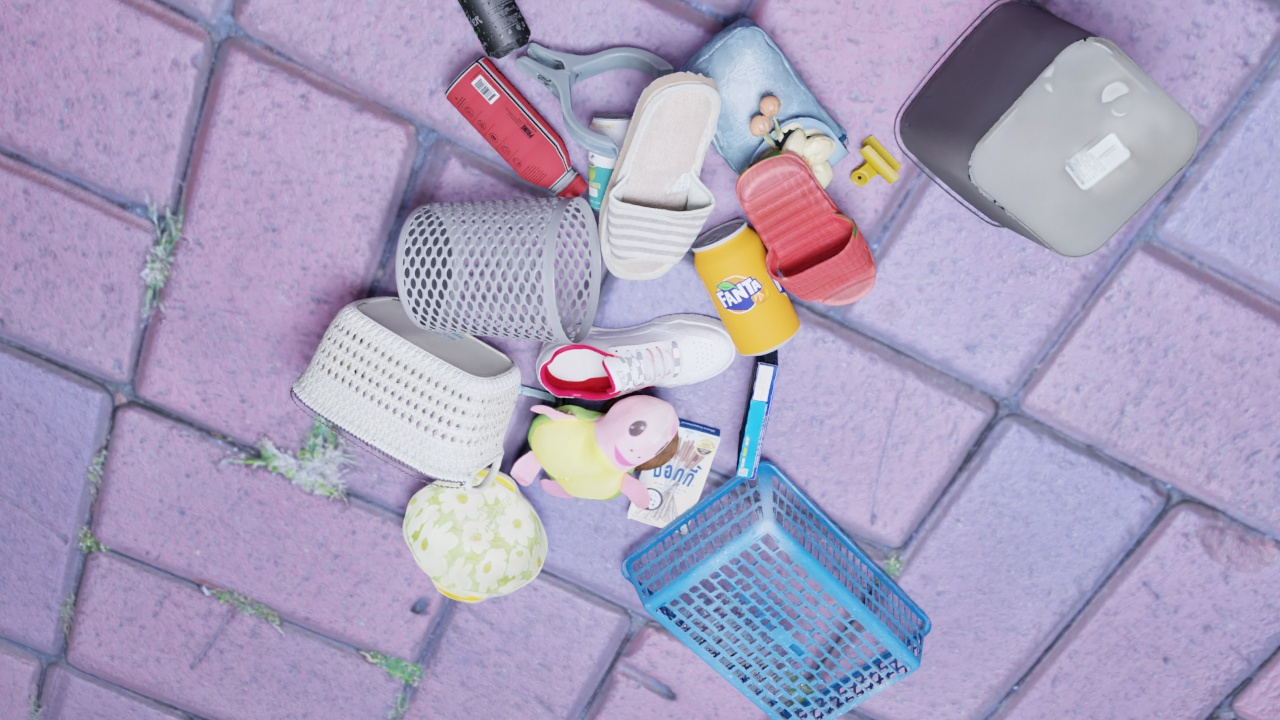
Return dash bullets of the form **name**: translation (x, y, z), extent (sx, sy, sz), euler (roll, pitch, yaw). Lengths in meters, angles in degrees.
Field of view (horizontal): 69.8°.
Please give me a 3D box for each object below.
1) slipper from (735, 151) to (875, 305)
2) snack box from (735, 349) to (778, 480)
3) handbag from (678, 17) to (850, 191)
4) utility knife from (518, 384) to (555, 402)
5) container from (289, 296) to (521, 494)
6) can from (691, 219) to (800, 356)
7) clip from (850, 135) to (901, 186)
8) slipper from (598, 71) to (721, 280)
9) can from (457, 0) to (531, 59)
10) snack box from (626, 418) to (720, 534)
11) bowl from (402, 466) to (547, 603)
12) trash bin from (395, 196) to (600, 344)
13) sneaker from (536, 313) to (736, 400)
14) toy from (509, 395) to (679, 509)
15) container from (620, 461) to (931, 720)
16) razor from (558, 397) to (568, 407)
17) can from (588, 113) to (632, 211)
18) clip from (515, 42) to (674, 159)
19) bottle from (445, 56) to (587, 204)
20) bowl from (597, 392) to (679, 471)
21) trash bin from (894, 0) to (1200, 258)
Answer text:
- **slipper**: translation (0.181, -0.119, 0.969), extent (0.104, 0.059, 0.248), euler (-29, 138, 20)
- **snack box**: translation (0.138, 0.058, 1.089), extent (0.027, 0.082, 0.150), euler (9, 114, 3)
- **handbag**: translation (0.127, -0.247, 0.943), extent (0.122, 0.118, 0.192), euler (-33, 113, 19)
- **utility knife**: translation (-0.177, 0.030, 1.143), extent (0.147, 0.015, 0.022), euler (15, 114, 2)
- **container**: translation (-0.259, 0.032, 1.056), extent (0.251, 0.184, 0.143), euler (29, 105, 9)
- **can**: translation (0.118, -0.080, 1.034), extent (0.079, 0.079, 0.142), euler (-24, 108, 14)
- **clip**: translation (0.252, -0.210, 0.996), extent (0.054, 0.048, 0.046), euler (42, 85, -13)
- **slipper**: translation (0.021, -0.176, 0.956), extent (0.114, 0.054, 0.273), euler (-1, 142, -12)
- **can**: translation (-0.165, -0.383, 0.948), extent (0.054, 0.053, 0.138), euler (-24, 108, 14)
- **snack box**: translation (0.041, 0.145, 1.165), extent (0.082, 0.026, 0.150), euler (17, 113, -2)
- **bowl**: translation (-0.209, 0.216, 1.199), extent (0.188, 0.060, 0.220), euler (19, 117, -2)
- **trash bin**: translation (-0.154, -0.100, 1.004), extent (0.183, 0.156, 0.157), euler (3, 113, 15)
- **sneaker**: translation (-0.007, 0.006, 1.069), extent (0.237, 0.104, 0.090), euler (-1, 113, 6)
- **toy**: translation (-0.059, 0.106, 1.087), extent (0.239, 0.087, 0.190), euler (-31, 111, 37)
- **container**: translation (0.181, 0.330, 1.182), extent (0.258, 0.089, 0.362), euler (-40, 108, 19)
- **razor**: translation (-0.102, 0.080, 1.156), extent (0.042, 0.026, 0.106), euler (14, 109, 2)
- **can**: translation (-0.029, -0.216, 1.005), extent (0.055, 0.054, 0.102), euler (3, 113, 4)
- **clip**: translation (-0.059, -0.262, 0.954), extent (0.173, 0.164, 0.031), euler (8, 157, 7)
- **bottle**: translation (-0.129, -0.243, 0.999), extent (0.062, 0.062, 0.176), euler (-39, 104, 19)
- **bowl**: translation (-0.010, 0.092, 1.128), extent (0.114, 0.026, 0.102), euler (-12, 100, 28)
- **trash bin**: translation (0.383, -0.217, 0.874), extent (0.197, 0.219, 0.198), euler (36, 111, -10)
